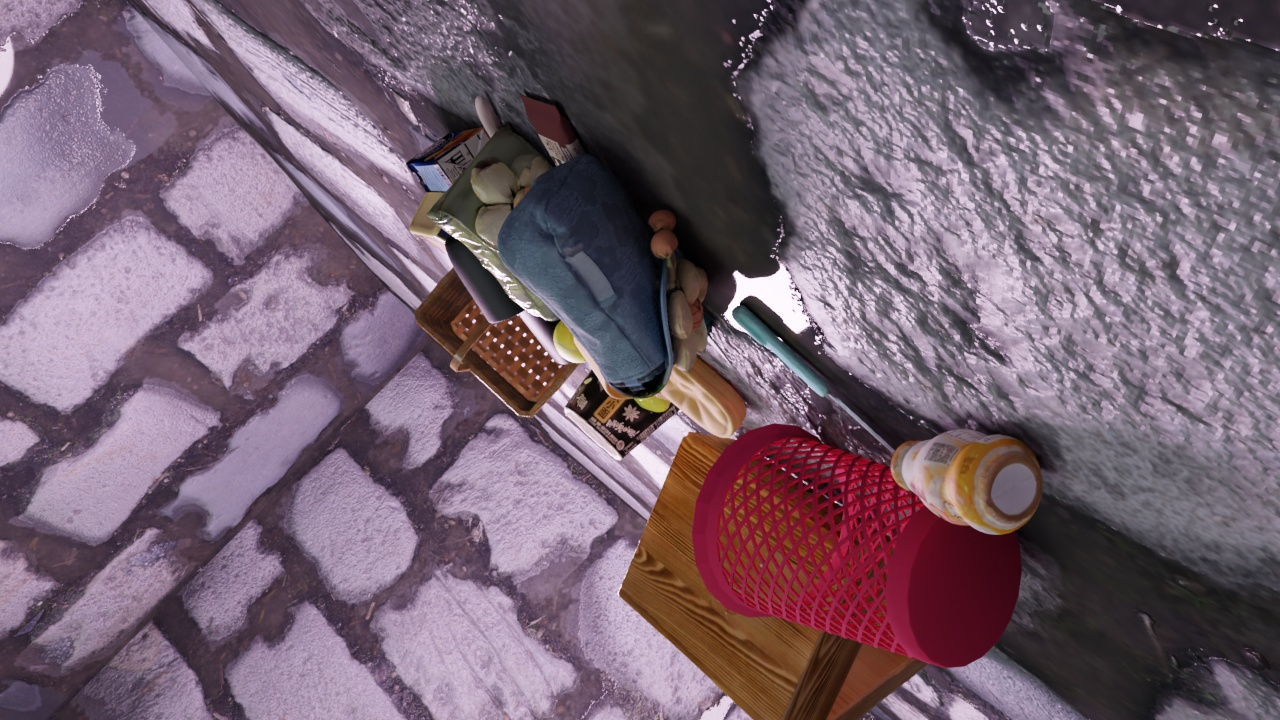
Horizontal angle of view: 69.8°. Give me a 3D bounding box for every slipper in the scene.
[{"bbox_3d":[-0.006,0.006,1.010,0.263,0.078,0.100,37,155,15],"label":"slipper"}]

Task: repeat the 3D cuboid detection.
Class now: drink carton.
[{"bbox_3d":[-0.193,-0.205,0.946,0.040,0.064,0.130,58,164,-23],"label":"drink carton"}]

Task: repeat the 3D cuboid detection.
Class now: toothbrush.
[{"bbox_3d":[-0.130,-0.198,0.887,0.018,0.015,0.181,45,170,22],"label":"toothbrush"}]

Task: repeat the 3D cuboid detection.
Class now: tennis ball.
[{"bbox_3d":[-0.081,-0.030,1.196,0.065,0.065,0.065,41,168,10],"label":"tennis ball"}]

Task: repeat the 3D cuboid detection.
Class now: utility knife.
[{"bbox_3d":[0.141,0.018,0.749,0.179,0.015,0.022,44,170,5],"label":"utility knife"}]

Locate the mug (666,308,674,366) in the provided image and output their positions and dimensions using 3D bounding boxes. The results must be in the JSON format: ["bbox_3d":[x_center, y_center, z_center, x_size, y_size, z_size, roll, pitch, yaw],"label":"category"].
[{"bbox_3d":[-0.013,-0.043,0.874,0.078,0.078,0.121,35,169,34],"label":"mug"}]

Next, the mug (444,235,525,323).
[{"bbox_3d":[-0.130,-0.110,0.944,0.094,0.121,0.085,59,-178,-21],"label":"mug"}]

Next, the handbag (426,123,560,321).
[{"bbox_3d":[-0.096,-0.120,0.846,0.117,0.113,0.186,17,156,48],"label":"handbag"}]

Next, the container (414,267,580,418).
[{"bbox_3d":[-0.215,-0.040,1.397,0.250,0.157,0.186,41,180,8],"label":"container"}]

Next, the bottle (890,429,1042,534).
[{"bbox_3d":[0.212,0.077,0.610,0.063,0.063,0.108,46,169,-14],"label":"bottle"}]

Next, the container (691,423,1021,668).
[{"bbox_3d":[0.182,0.158,0.771,0.183,0.183,0.226,48,160,-24],"label":"container"}]

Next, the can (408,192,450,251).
[{"bbox_3d":[-0.190,-0.149,1.038,0.104,0.075,0.135,28,177,-28],"label":"can"}]

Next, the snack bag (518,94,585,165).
[{"bbox_3d":[-0.051,-0.153,0.770,0.057,0.013,0.158,34,162,44],"label":"snack bag"}]

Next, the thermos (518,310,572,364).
[{"bbox_3d":[-0.139,-0.081,1.216,0.061,0.061,0.231,34,166,37],"label":"thermos"}]

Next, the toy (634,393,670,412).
[{"bbox_3d":[0.012,0.021,1.115,0.092,0.046,0.115,56,156,-6],"label":"toy"}]

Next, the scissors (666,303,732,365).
[{"bbox_3d":[0.039,-0.051,0.834,0.128,0.019,0.140,40,168,23],"label":"scissors"}]

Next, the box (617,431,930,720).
[{"bbox_3d":[0.188,0.287,1.120,0.314,0.282,0.279,15,-168,-46],"label":"box"}]

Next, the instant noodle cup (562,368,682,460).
[{"bbox_3d":[-0.028,0.060,1.227,0.137,0.112,0.137,40,168,10],"label":"instant noodle cup"}]

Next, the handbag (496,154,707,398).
[{"bbox_3d":[-0.014,-0.070,0.732,0.119,0.121,0.192,-17,122,35],"label":"handbag"}]
